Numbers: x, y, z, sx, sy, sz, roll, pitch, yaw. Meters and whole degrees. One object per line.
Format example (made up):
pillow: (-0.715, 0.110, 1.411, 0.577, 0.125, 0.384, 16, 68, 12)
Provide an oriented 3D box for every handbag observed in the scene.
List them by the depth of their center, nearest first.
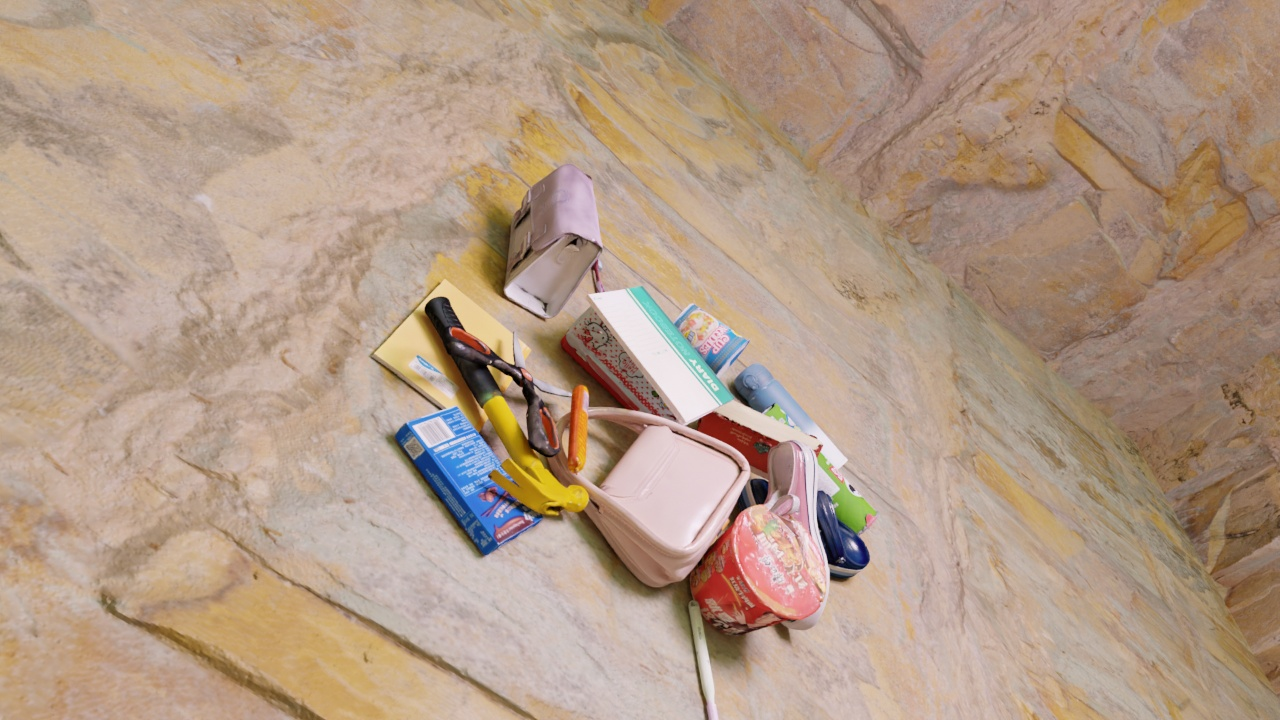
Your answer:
handbag: (-0.004, 0.136, 1.091, 0.234, 0.094, 0.192, 35, 42, 6)
handbag: (-0.124, -0.176, 1.295, 0.098, 0.145, 0.196, 32, 30, -27)

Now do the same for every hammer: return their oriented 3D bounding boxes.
hammer: (-0.166, 0.046, 1.024, 0.300, 0.033, 0.128, 56, 15, 25)

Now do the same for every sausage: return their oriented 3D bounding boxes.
sausage: (-0.072, 0.078, 1.069, 0.021, 0.021, 0.164, 33, 27, -21)

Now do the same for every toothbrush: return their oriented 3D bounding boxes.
toothbrush: (0.071, 0.341, 0.998, 0.189, 0.029, 0.020, -99, 177, -50)
toothbrush: (-0.059, -0.104, 1.423, 0.017, 0.016, 0.187, 36, 27, -37)

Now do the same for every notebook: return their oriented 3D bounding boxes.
notebook: (-0.216, -0.010, 1.094, 0.146, 0.010, 0.205, 39, 29, -11)
notebook: (0.028, -0.013, 1.218, 0.209, 0.012, 0.150, 52, 29, 12)

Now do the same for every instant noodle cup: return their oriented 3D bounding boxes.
instant noodle cup: (0.131, 0.255, 1.076, 0.137, 0.109, 0.137, 22, 46, -25)
instant noodle cup: (0.101, -0.030, 1.463, 0.110, 0.099, 0.099, 40, 28, 8)

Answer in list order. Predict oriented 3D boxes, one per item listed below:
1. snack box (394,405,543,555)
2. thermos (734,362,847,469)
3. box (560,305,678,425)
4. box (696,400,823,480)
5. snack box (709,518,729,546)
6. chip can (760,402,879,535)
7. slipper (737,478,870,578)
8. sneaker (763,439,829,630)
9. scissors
snack box: (-0.177, 0.121, 0.952, 0.157, 0.026, 0.084, 50, 27, 10)
thermos: (0.240, 0.100, 1.494, 0.220, 0.070, 0.070, 49, 29, 9)
box: (-0.006, 0.006, 1.255, 0.201, 0.100, 0.095, 44, 29, -2)
box: (0.169, 0.108, 1.299, 0.168, 0.078, 0.091, 25, 18, 24)
snack box: (0.044, 0.171, 1.178, 0.153, 0.026, 0.075, 47, 29, 6)
chip can: (0.262, 0.172, 1.419, 0.236, 0.072, 0.072, 48, 28, 6)
slipper: (0.244, 0.236, 1.289, 0.252, 0.095, 0.105, 30, 29, -31)
sneaker: (0.179, 0.219, 1.166, 0.087, 0.118, 0.240, 9, 75, -36)
scissors: (-0.137, 0.024, 1.051, 0.233, 0.022, 0.220, 30, 24, -49)
